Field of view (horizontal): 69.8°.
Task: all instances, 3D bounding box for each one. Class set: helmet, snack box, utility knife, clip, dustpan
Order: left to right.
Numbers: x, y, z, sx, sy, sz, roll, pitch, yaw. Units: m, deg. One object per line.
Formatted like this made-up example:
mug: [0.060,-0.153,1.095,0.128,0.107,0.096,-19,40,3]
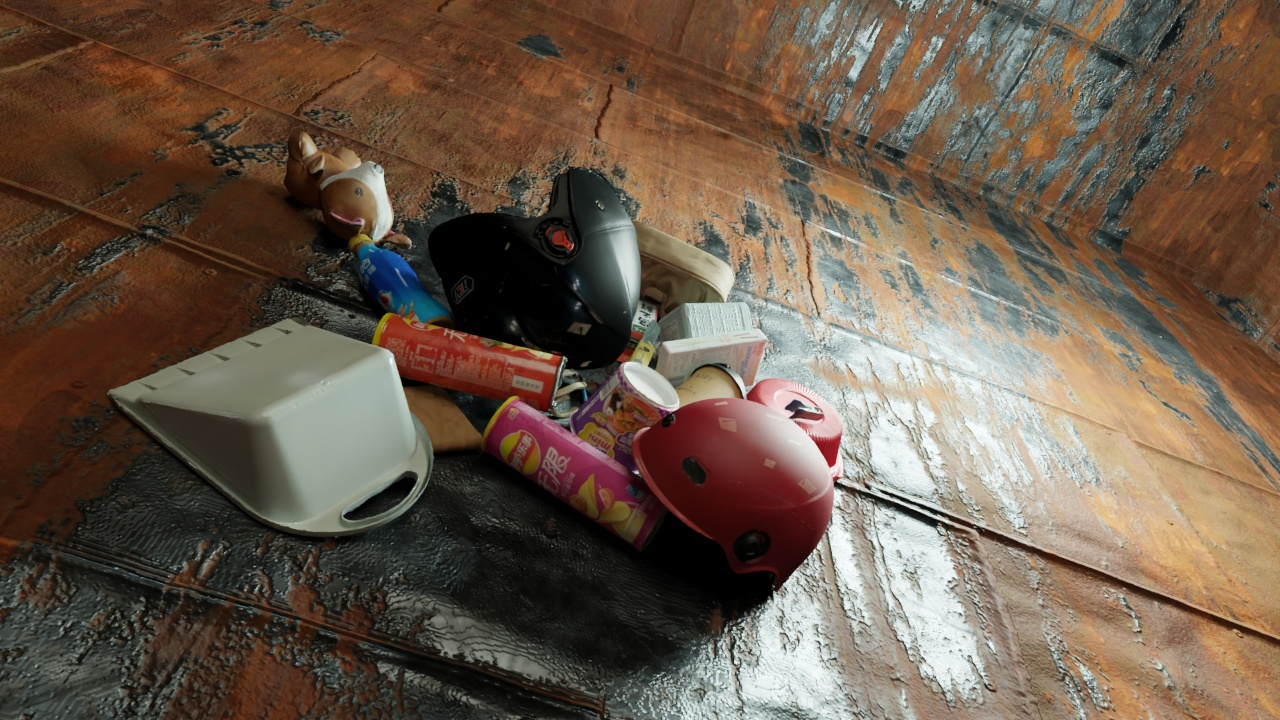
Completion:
dustpan: [-0.343,0.070,0.918,0.258,0.143,0.222,8,26,34]
helmet: [-0.126,-0.099,1.153,0.274,0.234,0.230,0,73,-38]
clip: [-0.114,0.056,1.125,0.103,0.092,0.035,-34,58,-17]
snack box: [-0.035,-0.053,1.334,0.113,0.044,0.126,20,30,-9]
utility knife: [-0.007,0.007,1.248,0.031,0.020,0.195,33,40,-6]
snack box: [0.095,0.006,1.263,0.156,0.085,0.027,-9,41,-25]
helmet: [0.117,0.120,1.003,0.240,0.144,0.206,36,18,-38]
clip: [0.219,0.069,1.214,0.058,0.026,0.038,12,42,-36]

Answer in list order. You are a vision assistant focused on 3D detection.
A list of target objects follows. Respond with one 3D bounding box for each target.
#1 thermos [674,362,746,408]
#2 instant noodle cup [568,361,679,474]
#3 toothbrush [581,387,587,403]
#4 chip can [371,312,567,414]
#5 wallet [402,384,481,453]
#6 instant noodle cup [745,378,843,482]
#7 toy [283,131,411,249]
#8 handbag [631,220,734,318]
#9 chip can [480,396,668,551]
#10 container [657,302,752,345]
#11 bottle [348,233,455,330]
thermos: [0.071,0.063,1.186,0.093,0.093,0.142,38,40,23]
instant noodle cup: [-0.013,0.063,1.087,0.111,0.099,0.111,32,22,-15]
toothbrush: [-0.064,0.084,1.124,0.016,0.014,0.189,-7,35,-6]
chip can: [-0.198,0.003,1.060,0.216,0.073,0.073,13,30,1]
wallet: [-0.244,0.064,1.018,0.101,0.020,0.115,-4,37,-41]
instant noodle cup: [0.207,0.088,1.264,0.193,0.066,0.193,19,30,-12]
toy: [-0.410,-0.236,1.290,0.199,0.131,0.140,50,21,25]
handbag: [0.033,-0.121,1.409,0.204,0.148,0.099,24,59,1]
chip can: [-0.069,0.123,0.998,0.210,0.072,0.071,32,30,11]
container: [0.093,-0.034,1.331,0.111,0.090,0.090,1,71,-30]
bottle: [-0.313,-0.093,1.174,0.065,0.065,0.218,-7,42,-43]
